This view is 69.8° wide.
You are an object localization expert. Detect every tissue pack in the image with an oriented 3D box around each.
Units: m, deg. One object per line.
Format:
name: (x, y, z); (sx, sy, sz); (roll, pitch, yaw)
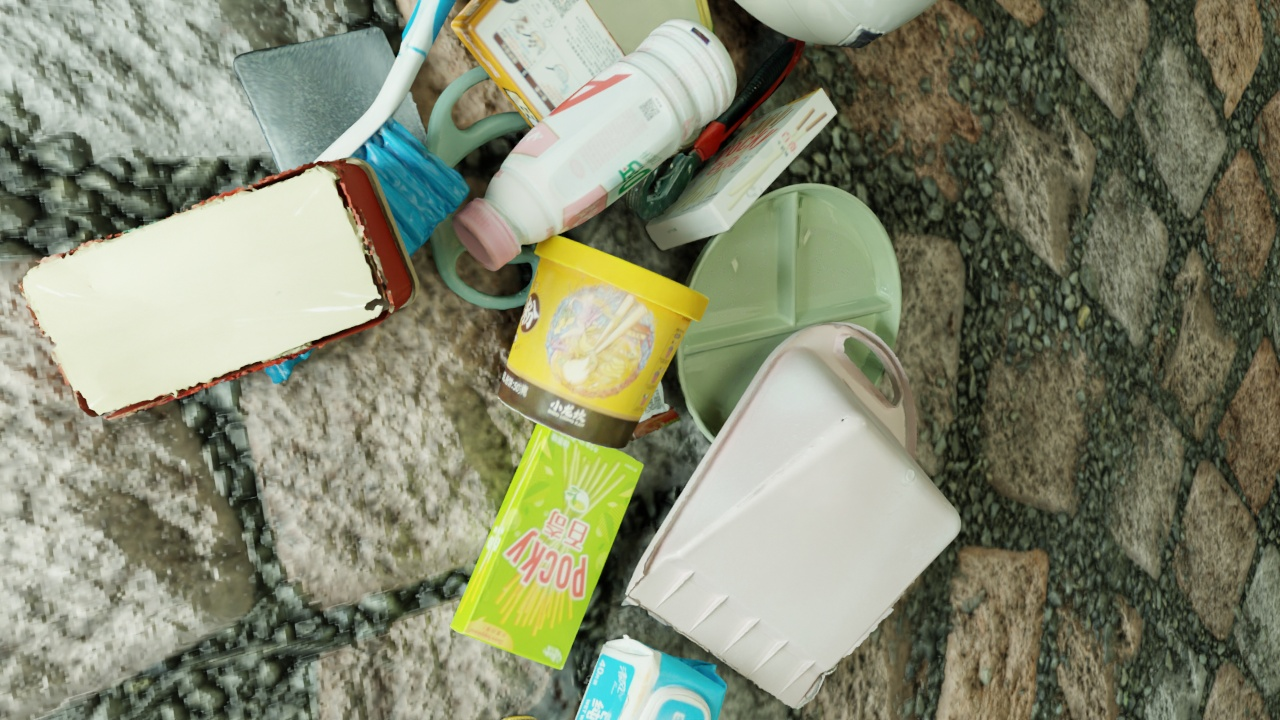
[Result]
tissue pack: (0.002, 0.274, 0.657); (0.090, 0.063, 0.139); (33, 70, -30)

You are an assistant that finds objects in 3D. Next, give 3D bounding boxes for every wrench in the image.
wrench: (0.067, -0.190, 0.724); (0.272, 0.016, 0.056); (-48, 158, -35)

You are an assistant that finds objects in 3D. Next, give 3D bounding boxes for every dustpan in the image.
dustpan: (0.130, 0.112, 0.736); (0.273, 0.138, 0.222); (-42, 121, 6)

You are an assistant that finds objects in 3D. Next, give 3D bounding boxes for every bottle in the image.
bottle: (-0.028, -0.130, 0.560); (0.196, 0.068, 0.068); (-42, 112, -18)

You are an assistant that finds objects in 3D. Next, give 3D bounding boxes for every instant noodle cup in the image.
instant noodle cup: (-0.030, -0.012, 0.606); (0.118, 0.118, 0.114); (19, 96, -34)

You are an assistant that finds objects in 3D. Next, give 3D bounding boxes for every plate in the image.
plate: (0.120, -0.028, 0.740); (0.229, 0.027, 0.230); (-10, 110, -29)

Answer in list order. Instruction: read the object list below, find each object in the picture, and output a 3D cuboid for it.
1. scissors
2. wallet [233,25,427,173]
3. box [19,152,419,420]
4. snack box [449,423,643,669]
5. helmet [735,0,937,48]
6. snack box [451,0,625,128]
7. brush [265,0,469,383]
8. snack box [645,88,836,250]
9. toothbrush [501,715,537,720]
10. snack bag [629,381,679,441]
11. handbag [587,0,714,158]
scissors: (-0.104, -0.121, 0.593); (0.170, 0.019, 0.181); (28, 86, -40)
wallet: (-0.181, -0.139, 0.566); (0.097, 0.019, 0.121); (-27, 103, -32)
box: (-0.208, -0.038, 0.456); (0.168, 0.075, 0.091); (-19, 103, 4)
snack box: (-0.062, 0.126, 0.639); (0.085, 0.026, 0.156); (32, 71, -30)
helmet: (0.121, -0.332, 0.679); (0.157, 0.230, 0.274); (-46, 142, -3)
snack box: (-0.046, -0.181, 0.590); (0.075, 0.026, 0.154); (-52, 132, -11)
brush: (-0.133, -0.130, 0.512); (0.314, 0.060, 0.109); (-44, 105, 2)
snack box: (0.078, -0.147, 0.710); (0.027, 0.085, 0.156); (51, 62, -18)
toothbrush: (-0.146, 0.239, 0.580); (0.191, 0.018, 0.016); (10, 81, -35)
snack bag: (-0.004, 0.004, 0.683); (0.048, 0.026, 0.104); (-22, 102, -25)
handbag: (-0.015, -0.221, 0.671); (0.163, 0.063, 0.179); (-43, 127, -28)
